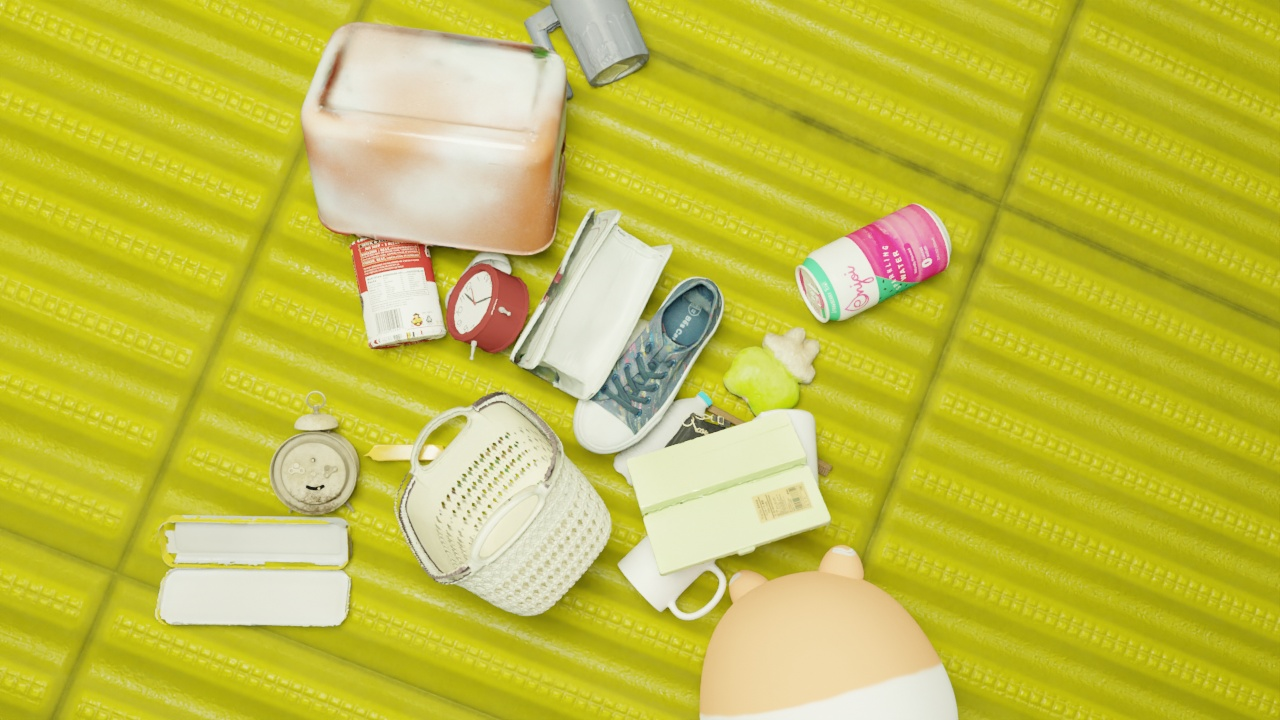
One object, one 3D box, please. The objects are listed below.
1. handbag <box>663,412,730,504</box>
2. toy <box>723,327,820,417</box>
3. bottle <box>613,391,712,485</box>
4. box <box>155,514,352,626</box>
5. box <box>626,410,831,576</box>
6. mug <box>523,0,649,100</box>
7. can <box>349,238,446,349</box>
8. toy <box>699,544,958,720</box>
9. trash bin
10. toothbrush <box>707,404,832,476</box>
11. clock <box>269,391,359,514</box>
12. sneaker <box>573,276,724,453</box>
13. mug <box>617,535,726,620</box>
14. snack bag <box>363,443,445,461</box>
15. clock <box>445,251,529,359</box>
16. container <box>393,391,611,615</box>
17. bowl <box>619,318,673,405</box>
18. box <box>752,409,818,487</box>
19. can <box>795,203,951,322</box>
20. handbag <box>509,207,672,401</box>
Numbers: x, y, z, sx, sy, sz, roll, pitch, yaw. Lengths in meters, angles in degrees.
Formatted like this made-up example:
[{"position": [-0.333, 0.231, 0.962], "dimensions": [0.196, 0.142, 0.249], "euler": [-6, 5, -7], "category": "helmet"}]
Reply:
[{"position": [0.051, 0.112, 1.041], "dimensions": [0.079, 0.054, 0.128], "euler": [34, 99, -35], "category": "handbag"}, {"position": [0.160, 0.010, 1.084], "dimensions": [0.092, 0.043, 0.117], "euler": [44, 83, 0], "category": "toy"}, {"position": [0.028, 0.088, 1.070], "dimensions": [0.136, 0.044, 0.044], "euler": [-43, 92, -5], "category": "bottle"}, {"position": [-0.433, 0.236, 1.032], "dimensions": [0.209, 0.045, 0.128], "euler": [2, 89, -5], "category": "box"}, {"position": [0.090, 0.138, 0.963], "dimensions": [0.187, 0.030, 0.138], "euler": [-16, 57, -1], "category": "box"}, {"position": [-0.063, -0.374, 1.065], "dimensions": [0.124, 0.083, 0.104], "euler": [-24, 92, 19], "category": "mug"}, {"position": [-0.272, -0.078, 1.029], "dimensions": [0.086, 0.087, 0.116], "euler": [-11, 89, -5], "category": "can"}, {"position": [0.193, 0.350, 0.976], "dimensions": [0.263, 0.265, 0.280], "euler": [-21, 70, 26], "category": "toy"}, {"position": [-0.207, -0.237, 0.971], "dimensions": [0.259, 0.158, 0.181], "euler": [7, 55, -4], "category": "trash bin"}, {"position": [0.154, 0.095, 1.094], "dimensions": [0.167, 0.016, 0.016], "euler": [28, 86, -4], "category": "toothbrush"}, {"position": [-0.363, 0.104, 1.034], "dimensions": [0.093, 0.054, 0.141], "euler": [0, 96, -5], "category": "clock"}, {"position": [0.016, 0.006, 1.001], "dimensions": [0.087, 0.079, 0.235], "euler": [38, 86, -2], "category": "sneaker"}, {"position": [0.044, 0.241, 1.044], "dimensions": [0.090, 0.074, 0.110], "euler": [-43, 68, -5], "category": "mug"}, {"position": [-0.266, 0.106, 1.055], "dimensions": [0.099, 0.026, 0.020], "euler": [0, 82, -3], "category": "snack bag"}, {"position": [-0.175, -0.066, 1.026], "dimensions": [0.048, 0.137, 0.096], "euler": [23, 118, -43], "category": "clock"}, {"position": [-0.143, 0.148, 0.958], "dimensions": [0.184, 0.252, 0.143], "euler": [-49, 121, -6], "category": "container"}, {"position": [-0.006, 0.006, 1.066], "dimensions": [0.114, 0.050, 0.114], "euler": [0, 88, -5], "category": "bowl"}, {"position": [0.152, 0.135, 1.022], "dimensions": [0.094, 0.084, 0.165], "euler": [9, 63, -20], "category": "box"}, {"position": [0.272, -0.113, 1.073], "dimensions": [0.166, 0.088, 0.088], "euler": [-26, 90, -5], "category": "can"}, {"position": [-0.063, -0.065, 1.019], "dimensions": [0.096, 0.142, 0.198], "euler": [29, 85, -20], "category": "handbag"}]
